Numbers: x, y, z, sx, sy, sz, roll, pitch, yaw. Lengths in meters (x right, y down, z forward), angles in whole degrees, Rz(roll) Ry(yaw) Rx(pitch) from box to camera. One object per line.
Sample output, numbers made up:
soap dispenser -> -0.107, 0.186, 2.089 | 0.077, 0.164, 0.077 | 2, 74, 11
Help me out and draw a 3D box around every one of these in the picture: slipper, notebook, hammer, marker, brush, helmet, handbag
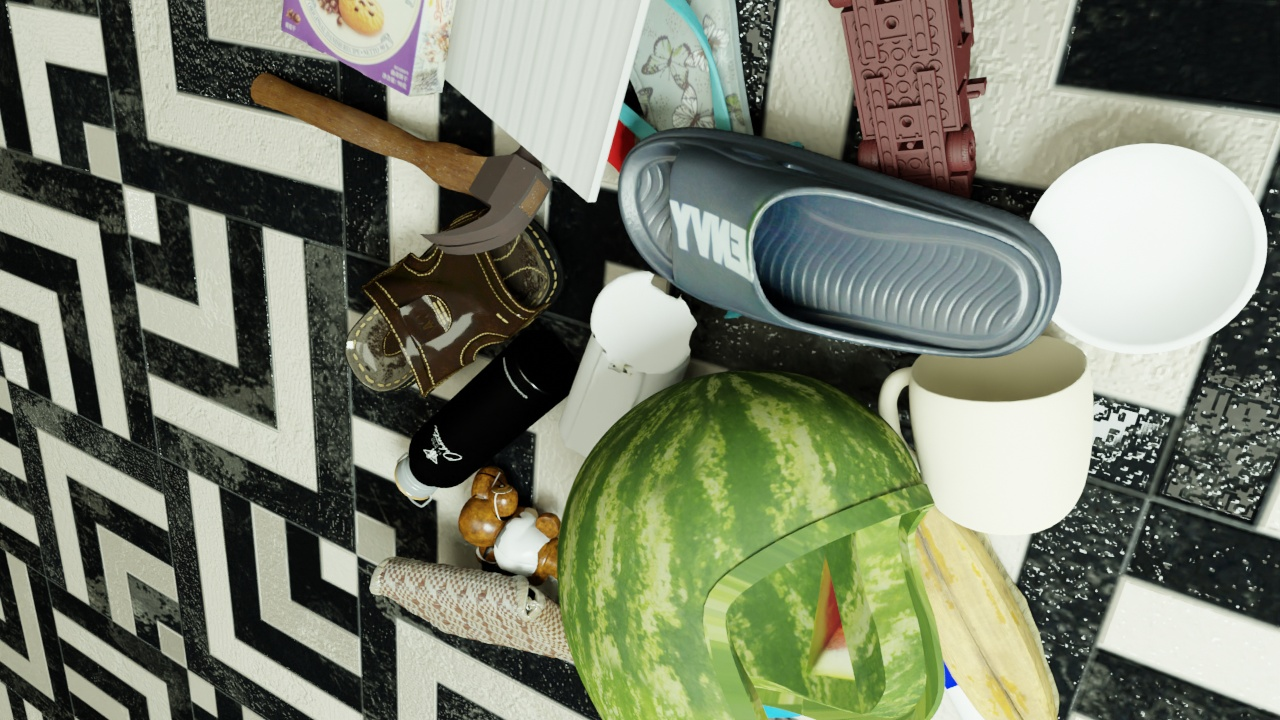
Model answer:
slipper -> 0.019, -0.187, 0.579 | 0.098, 0.054, 0.269 | -15, 94, 36
notebook -> -0.071, -0.219, 0.614 | 0.210, 0.009, 0.143 | 45, 130, 37
slipper -> 0.094, -0.057, 0.526 | 0.268, 0.083, 0.111 | 19, 122, 22
hammer -> -0.205, -0.176, 0.732 | 0.323, 0.033, 0.115 | 26, 84, 28
marker -> 0.236, 0.251, 0.634 | 0.023, 0.027, 0.133 | -30, 90, 21
slipper -> -0.169, -0.038, 0.750 | 0.269, 0.075, 0.113 | -27, 93, 36
brush -> 0.222, 0.167, 0.602 | 0.059, 0.043, 0.195 | -25, 94, 37
helmet -> 0.059, 0.127, 0.571 | 0.244, 0.212, 0.247 | 10, 102, 49
handbag -> -0.136, 0.219, 0.817 | 0.186, 0.046, 0.124 | 1, 145, 31

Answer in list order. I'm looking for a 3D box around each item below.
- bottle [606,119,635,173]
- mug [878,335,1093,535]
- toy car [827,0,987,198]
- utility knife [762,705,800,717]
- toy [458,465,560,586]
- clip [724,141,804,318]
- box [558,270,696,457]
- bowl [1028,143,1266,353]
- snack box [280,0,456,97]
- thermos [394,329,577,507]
bottle -> -0.029, -0.172, 0.638 | 0.036, 0.036, 0.119 | -29, 91, 36
mug -> 0.200, 0.047, 0.540 | 0.120, 0.096, 0.100 | 5, 118, 36
toy car -> 0.148, -0.174, 0.506 | 0.070, 0.061, 0.170 | 2, 128, 32
utility knife -> 0.089, 0.277, 0.745 | 0.206, 0.015, 0.031 | -17, 103, 34
toy -> -0.108, 0.151, 0.795 | 0.113, 0.067, 0.087 | 24, 119, 13
clip -> 0.074, -0.090, 0.611 | 0.114, 0.028, 0.127 | 42, 125, 18
box -> -0.004, 0.004, 0.656 | 0.083, 0.092, 0.166 | 28, 118, 14
bowl -> 0.267, -0.062, 0.489 | 0.110, 0.040, 0.110 | 13, 116, 30
snack box -> -0.202, -0.297, 0.696 | 0.143, 0.040, 0.148 | 30, 121, 20
thermos -> -0.146, 0.060, 0.781 | 0.232, 0.061, 0.061 | -39, 85, 36
